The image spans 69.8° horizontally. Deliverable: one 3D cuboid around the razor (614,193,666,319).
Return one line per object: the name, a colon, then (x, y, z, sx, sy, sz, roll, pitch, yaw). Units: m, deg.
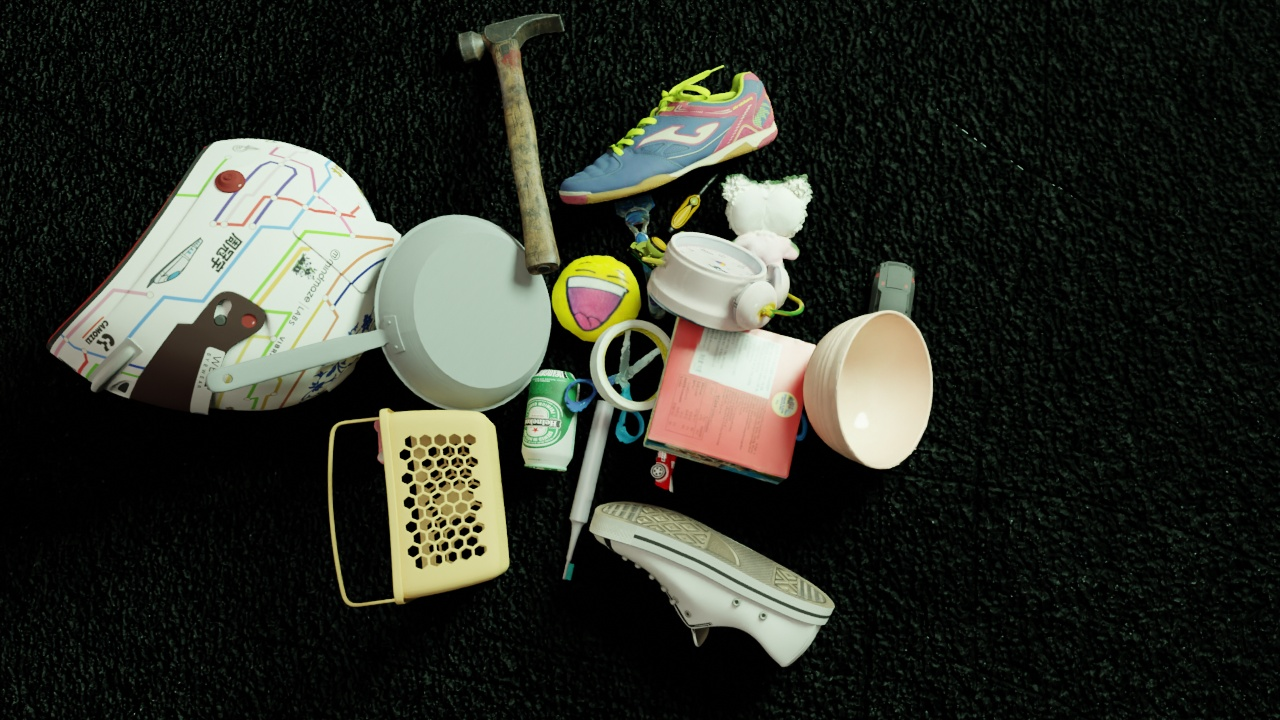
razor: (0.007, -0.112, 0.989, 0.044, 0.018, 0.141, -14, 79, 4)

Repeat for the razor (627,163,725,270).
razor: (0.046, -0.157, 0.983, 0.044, 0.021, 0.144, 39, 76, -6)

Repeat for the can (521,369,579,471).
can: (-0.093, 0.062, 0.953, 0.053, 0.053, 0.101, 4, 80, 8)

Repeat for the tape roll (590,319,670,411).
tape roll: (-0.006, 0.006, 0.946, 0.094, 0.019, 0.094, 4, 82, -25)

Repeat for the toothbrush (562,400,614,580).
toothbrush: (-0.057, 0.134, 0.954, 0.019, 0.018, 0.187, 12, 82, 11)

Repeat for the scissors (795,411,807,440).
scissors: (0.113, 0.049, 0.952, 0.125, 0.014, 0.130, 40, 82, 12)

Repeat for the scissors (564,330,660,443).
scissors: (-0.027, 0.019, 0.951, 0.118, 0.014, 0.129, 9, 86, -25)

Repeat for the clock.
clock: (0.086, -0.074, 0.915, 0.158, 0.116, 0.059, 25, 118, 14)

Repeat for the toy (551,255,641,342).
toy: (-0.047, -0.066, 0.976, 0.095, 0.041, 0.094, 13, 86, 3)

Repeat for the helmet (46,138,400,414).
helmet: (-0.388, -0.062, 0.922, 0.236, 0.231, 0.314, 38, 83, -18)

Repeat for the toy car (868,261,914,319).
toy car: (0.257, -0.059, 0.939, 0.042, 0.036, 0.091, 10, 81, 9)

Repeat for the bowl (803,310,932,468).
bowl: (0.210, 0.027, 0.893, 0.076, 0.153, 0.153, 2, 77, 50)

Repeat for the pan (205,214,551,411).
pan: (-0.226, -0.028, 0.878, 0.355, 0.051, 0.201, -20, 100, -39)

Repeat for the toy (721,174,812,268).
toy: (0.131, -0.142, 0.969, 0.096, 0.041, 0.109, 4, 94, 8)

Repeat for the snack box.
snack box: (0.090, 0.035, 0.916, 0.145, 0.040, 0.142, 16, 71, -1)

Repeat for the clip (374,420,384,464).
clip: (-0.270, 0.091, 0.990, 0.023, 0.045, 0.059, -13, 46, 2)

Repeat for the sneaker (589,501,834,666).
sneaker: (0.056, 0.222, 0.897, 0.245, 0.091, 0.097, 24, 98, 9)

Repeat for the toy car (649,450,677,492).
toy car: (0.027, 0.089, 0.941, 0.025, 0.038, 0.089, 8, 81, 5)

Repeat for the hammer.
hammer: (-0.119, -0.239, 0.984, 0.120, 0.033, 0.329, -14, 65, 4)

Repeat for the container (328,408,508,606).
container: (-0.224, 0.144, 0.915, 0.167, 0.129, 0.183, -7, 81, -4)

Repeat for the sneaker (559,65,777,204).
sneaker: (0.020, -0.237, 0.975, 0.242, 0.116, 0.091, -21, 106, -1)
